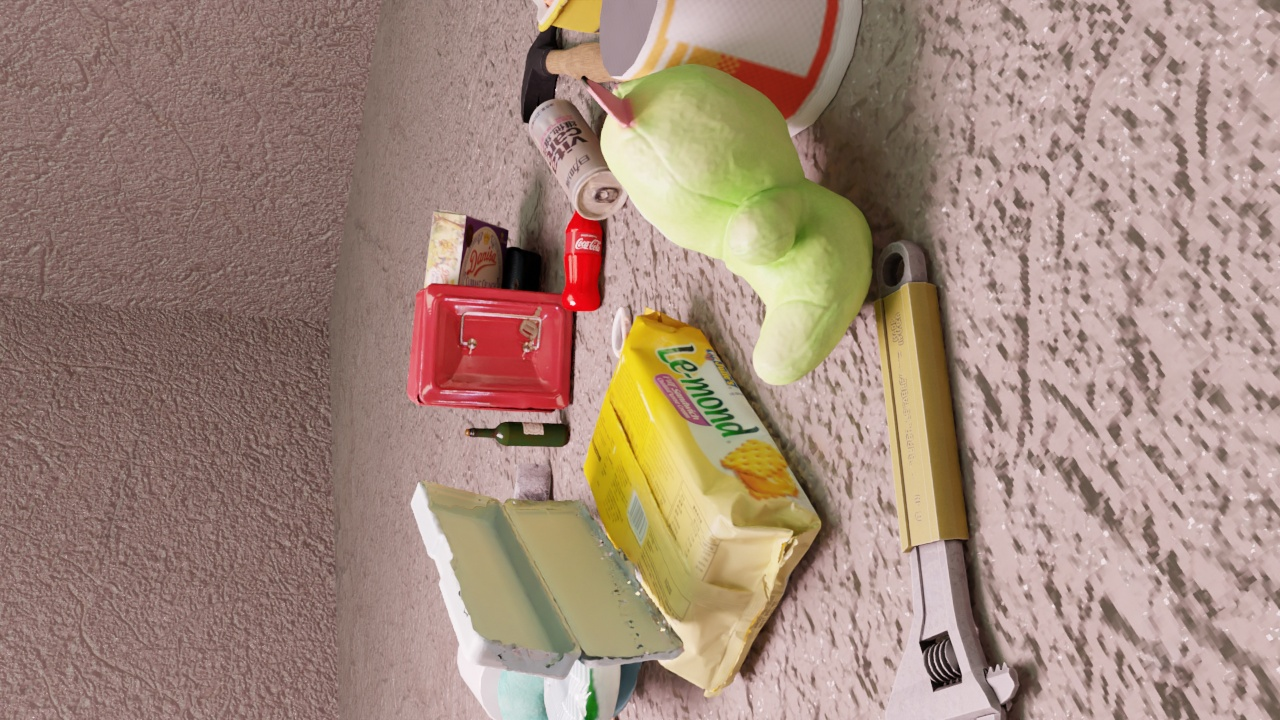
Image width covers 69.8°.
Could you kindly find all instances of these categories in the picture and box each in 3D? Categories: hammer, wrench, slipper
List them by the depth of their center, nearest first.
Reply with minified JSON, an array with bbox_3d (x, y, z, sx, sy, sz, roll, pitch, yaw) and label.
[{"bbox_3d":[0.139,0.072,0.447,0.084,0.018,0.273,148,123,-61],"label":"wrench"},{"bbox_3d":[-0.033,0.239,0.728,0.245,0.074,0.104,166,115,-82],"label":"slipper"},{"bbox_3d":[-0.085,0.155,0.840,0.319,0.049,0.121,156,121,-75],"label":"hammer"},{"bbox_3d":[-0.060,-0.297,0.929,0.305,0.040,0.132,37,117,61],"label":"hammer"}]

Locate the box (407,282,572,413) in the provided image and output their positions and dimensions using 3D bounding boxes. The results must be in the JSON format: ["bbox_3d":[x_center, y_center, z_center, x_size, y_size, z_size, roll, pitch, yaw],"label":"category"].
[{"bbox_3d":[-0.156,-0.011,0.951,0.093,0.157,0.129,-176,91,-71],"label":"box"}]

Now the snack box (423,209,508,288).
[{"bbox_3d":[-0.200,-0.089,1.046,0.143,0.040,0.148,-11,-71,-79],"label":"snack box"}]

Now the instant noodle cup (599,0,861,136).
[{"bbox_3d":[0.048,-0.211,0.566,0.123,0.121,0.123,-177,90,-66],"label":"instant noodle cup"}]

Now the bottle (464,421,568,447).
[{"bbox_3d":[-0.125,0.074,0.928,0.025,0.106,0.025,-177,91,-66],"label":"bottle"}]

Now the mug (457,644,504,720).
[{"bbox_3d":[-0.136,0.293,0.916,0.121,0.091,0.090,59,160,-14],"label":"mug"}]

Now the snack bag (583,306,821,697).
[{"bbox_3d":[0.025,0.090,0.638,0.247,0.068,0.160,-118,37,-49],"label":"snack bag"}]

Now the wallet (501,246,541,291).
[{"bbox_3d":[-0.143,-0.087,1.089,0.115,0.026,0.089,-149,66,-65],"label":"wallet"}]

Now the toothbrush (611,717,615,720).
[{"bbox_3d":[-0.046,0.359,0.819,0.021,0.017,0.135,-117,38,-46],"label":"toothbrush"}]

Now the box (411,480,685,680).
[{"bbox_3d":[-0.069,0.136,0.593,0.197,0.134,0.041,41,113,60],"label":"box"}]

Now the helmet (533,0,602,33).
[{"bbox_3d":[0.004,-0.335,0.657,0.210,0.139,0.239,138,133,-58],"label":"helmet"}]

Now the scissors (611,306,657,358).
[{"bbox_3d":[-0.008,0.002,0.793,0.128,0.011,0.126,-114,38,-49],"label":"scissors"}]

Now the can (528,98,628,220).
[{"bbox_3d":[-0.061,-0.193,0.866,0.135,0.054,0.054,60,140,39],"label":"can"}]

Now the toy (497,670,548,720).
[{"bbox_3d":[-0.091,0.312,0.856,0.033,0.085,0.105,-42,-44,-83],"label":"toy"}]

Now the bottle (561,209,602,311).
[{"bbox_3d":[-0.055,-0.108,0.884,0.036,0.036,0.119,173,101,-66],"label":"bottle"}]

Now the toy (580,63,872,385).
[{"bbox_3d":[0.053,-0.089,0.506,0.197,0.107,0.150,59,-167,-1],"label":"toy"}]
